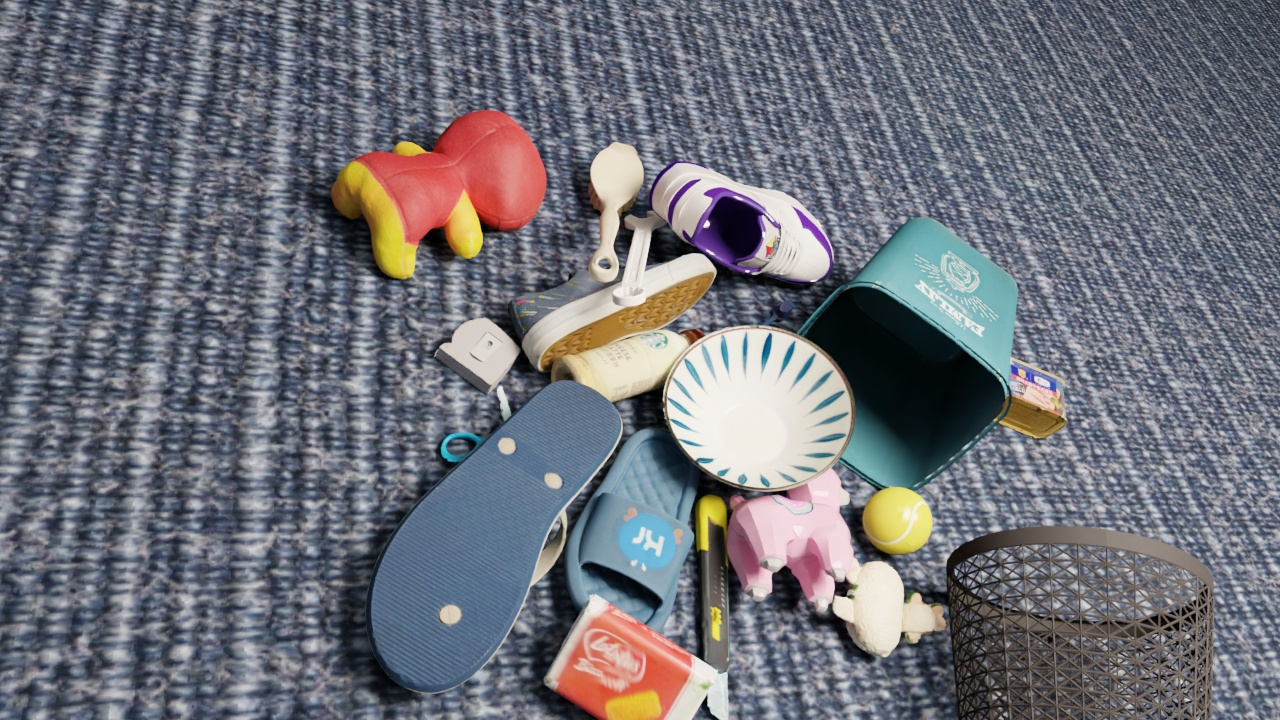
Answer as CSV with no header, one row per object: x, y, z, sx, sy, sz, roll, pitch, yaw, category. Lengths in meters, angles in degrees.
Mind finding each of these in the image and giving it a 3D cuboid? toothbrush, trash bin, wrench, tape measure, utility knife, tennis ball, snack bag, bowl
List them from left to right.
-0.148,-0.008,0.851,0.060,0.020,0.062,36,50,2,tape measure
-0.009,0.242,0.701,0.116,0.036,0.077,31,93,6,snack bag
-0.002,-0.108,0.916,0.047,0.009,0.272,-2,25,5,wrench
0.065,0.211,0.800,0.028,0.020,0.202,11,54,-16,utility knife
0.108,-0.021,0.982,0.016,0.017,0.189,47,51,11,toothbrush
0.109,0.058,0.873,0.177,0.071,0.177,0,57,0,bowl
0.250,0.156,0.893,0.065,0.065,0.065,12,53,-17,tennis ball
0.278,-0.022,0.960,0.196,0.200,0.217,38,43,4,trash bin
0.365,0.297,0.766,0.217,0.218,0.242,21,57,-10,trash bin

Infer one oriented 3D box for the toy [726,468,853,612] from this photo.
0.140,0.149,0.840,0.123,0.067,0.157,12,35,-8,toy

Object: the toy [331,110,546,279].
-0.185,-0.174,0.906,0.215,0.099,0.147,-31,81,-32,toy

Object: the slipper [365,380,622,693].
-0.116,0.131,0.745,0.118,0.060,0.294,34,55,4,slipper

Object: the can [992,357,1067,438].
0.447,0.044,1.073,0.100,0.054,0.058,21,52,-10,can

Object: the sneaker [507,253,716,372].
-0.026,-0.068,0.913,0.234,0.088,0.079,-25,65,-32,sneaker

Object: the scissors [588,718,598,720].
0.018,0.308,0.713,0.131,0.011,0.125,17,51,-10,scissors

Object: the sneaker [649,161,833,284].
0.130,-0.131,0.980,0.244,0.092,0.111,18,22,-29,sneaker

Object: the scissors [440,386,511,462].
-0.111,0.080,0.815,0.127,0.014,0.133,-22,64,-39,scissors

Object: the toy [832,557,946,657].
0.219,0.226,0.840,0.112,0.050,0.087,25,54,-18,toy

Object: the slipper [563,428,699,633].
-0.001,0.140,0.793,0.104,0.059,0.213,24,49,-5,slipper

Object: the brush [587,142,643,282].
-0.031,-0.146,0.935,0.062,0.077,0.271,3,33,0,brush

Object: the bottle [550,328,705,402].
-0.005,0.005,0.886,0.161,0.057,0.056,-17,66,-33,bottle
